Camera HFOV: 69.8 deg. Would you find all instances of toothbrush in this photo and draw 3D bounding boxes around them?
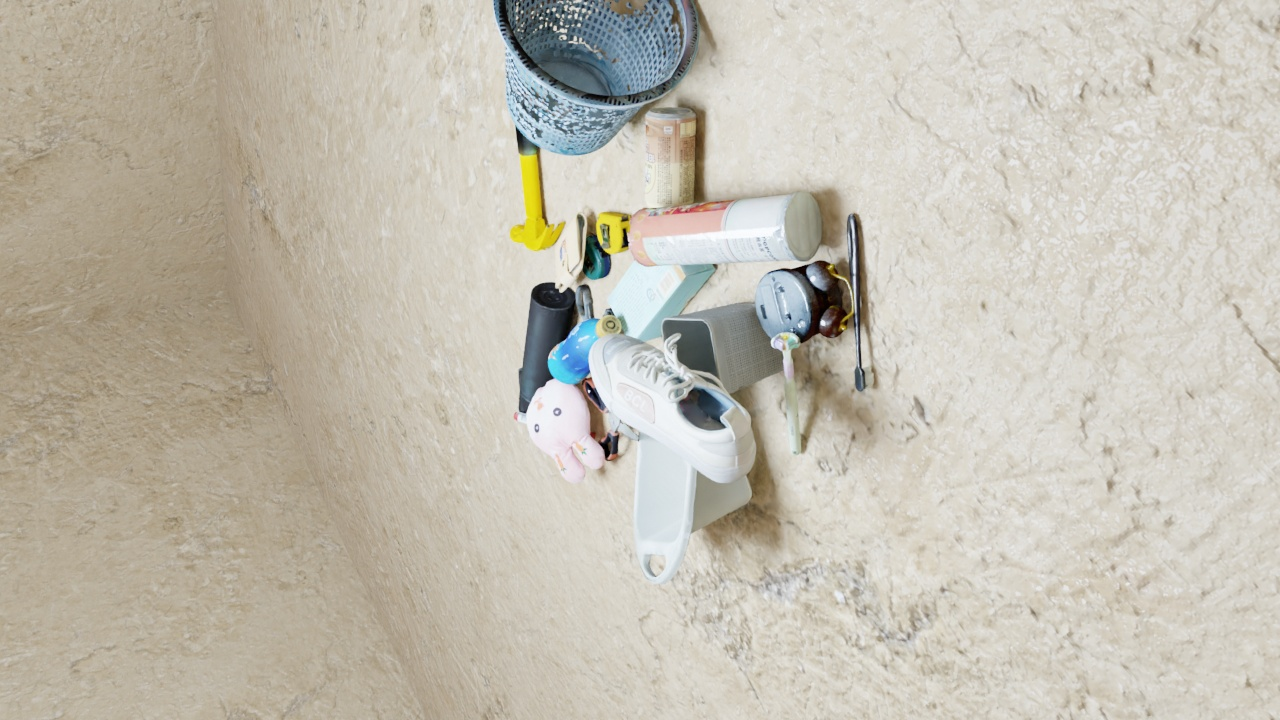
[{"bbox_3d":[0.163,0.042,0.998,0.190,0.029,0.020,76,-162,-44],"label":"toothbrush"},{"bbox_3d":[0.220,-0.057,0.925,0.016,0.018,0.181,-156,56,-69],"label":"toothbrush"}]

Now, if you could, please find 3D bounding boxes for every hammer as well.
[{"bbox_3d":[-0.167,-0.309,1.363,0.129,0.032,0.301,23,123,49],"label":"hammer"}]

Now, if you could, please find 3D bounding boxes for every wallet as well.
[{"bbox_3d":[-0.102,-0.150,1.316,0.115,0.024,0.087,145,124,-64],"label":"wallet"}]

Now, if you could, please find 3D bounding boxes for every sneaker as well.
[{"bbox_3d":[0.025,0.027,0.966,0.242,0.089,0.091,38,150,36],"label":"sneaker"}]

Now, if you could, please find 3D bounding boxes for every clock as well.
[{"bbox_3d":[0.173,-0.060,0.953,0.122,0.055,0.082,-6,99,57],"label":"clock"}]

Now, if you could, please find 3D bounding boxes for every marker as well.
[{"bbox_3d":[-0.139,0.106,1.471,0.145,0.017,0.017,13,119,23],"label":"marker"}]

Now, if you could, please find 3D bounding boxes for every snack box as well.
[{"bbox_3d":[0.023,-0.095,1.164,0.074,0.051,0.175,63,145,17],"label":"snack box"}]

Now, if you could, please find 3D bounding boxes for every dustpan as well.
[{"bbox_3d":[0.029,0.134,1.152,0.257,0.142,0.223,67,160,2],"label":"dustpan"}]

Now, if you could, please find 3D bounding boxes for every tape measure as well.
[{"bbox_3d":[-0.038,-0.173,1.240,0.060,0.028,0.057,22,123,51],"label":"tape measure"},{"bbox_3d":[-0.066,-0.142,1.299,0.054,0.025,0.058,56,145,25],"label":"tape measure"}]

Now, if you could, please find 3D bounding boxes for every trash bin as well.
[{"bbox_3d":[-0.069,-0.347,1.063,0.226,0.226,0.195,67,160,8],"label":"trash bin"}]

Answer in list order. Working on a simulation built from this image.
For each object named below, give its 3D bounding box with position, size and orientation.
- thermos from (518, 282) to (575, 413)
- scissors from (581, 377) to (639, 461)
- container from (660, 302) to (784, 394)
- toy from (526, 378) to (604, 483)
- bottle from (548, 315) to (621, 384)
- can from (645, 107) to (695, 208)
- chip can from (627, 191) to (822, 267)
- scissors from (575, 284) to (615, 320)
[{"bbox_3d":[-0.161,-0.014,1.456,0.090,0.068,0.243,43,138,29],"label":"thermos"},{"bbox_3d":[-0.044,0.089,1.342,0.227,0.015,0.189,-130,29,-51],"label":"scissors"},{"bbox_3d":[0.099,-0.016,1.030,0.090,0.114,0.090,7,110,55],"label":"container"},{"bbox_3d":[-0.116,0.108,1.419,0.122,0.054,0.159,-40,74,31],"label":"toy"},{"bbox_3d":[-0.074,-0.018,1.287,0.065,0.065,0.219,69,157,6],"label":"bottle"},{"bbox_3d":[0.035,-0.234,1.075,0.058,0.058,0.116,29,127,47],"label":"can"},{"bbox_3d":[0.085,-0.138,0.992,0.215,0.071,0.071,2,107,42],"label":"chip can"},{"bbox_3d":[-0.064,-0.030,1.362,0.160,0.014,0.180,-17,93,61],"label":"scissors"}]
